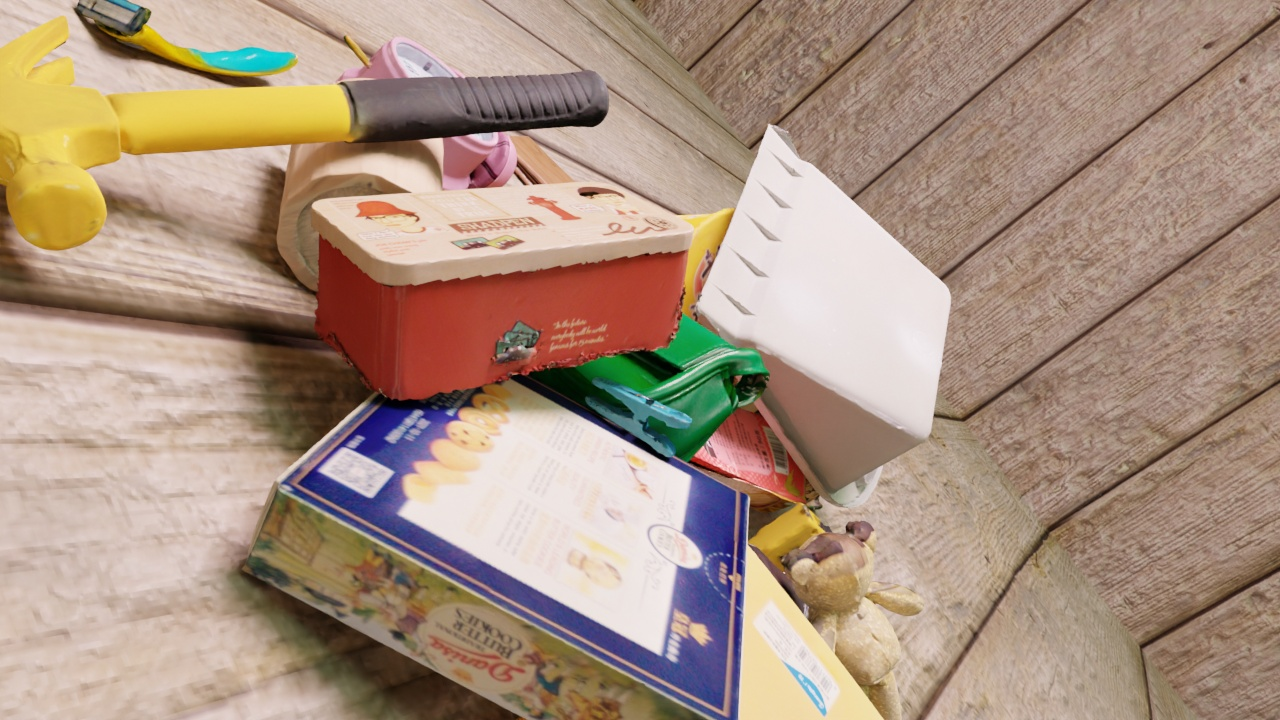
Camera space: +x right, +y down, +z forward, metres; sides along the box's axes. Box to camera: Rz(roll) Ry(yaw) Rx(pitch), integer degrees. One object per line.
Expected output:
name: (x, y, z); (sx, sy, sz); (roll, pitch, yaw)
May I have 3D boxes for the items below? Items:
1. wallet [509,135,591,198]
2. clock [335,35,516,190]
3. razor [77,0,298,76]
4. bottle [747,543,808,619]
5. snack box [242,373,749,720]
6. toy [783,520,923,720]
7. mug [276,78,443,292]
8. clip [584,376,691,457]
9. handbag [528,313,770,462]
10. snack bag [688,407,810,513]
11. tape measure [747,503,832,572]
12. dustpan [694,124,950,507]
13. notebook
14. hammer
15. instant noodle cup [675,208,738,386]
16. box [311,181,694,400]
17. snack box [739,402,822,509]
wallet: (-0.089, -0.176, 0.891); (0.115, 0.020, 0.101); (46, 17, -2)
clock: (-0.152, -0.177, 0.684); (0.117, 0.060, 0.158); (55, 17, 12)
razor: (-0.246, -0.179, 0.522); (0.043, 0.028, 0.132); (22, 14, 18)
bottle: (0.074, 0.156, 0.584); (0.194, 0.044, 0.079); (18, 44, -59)
snack box: (-0.042, 0.072, 0.399); (0.182, 0.046, 0.177); (30, 20, -2)
toy: (0.129, 0.177, 0.568); (0.066, 0.105, 0.157); (14, -58, 61)
mug: (-0.142, -0.077, 0.505); (0.103, 0.084, 0.125); (-105, 175, -49)
clip: (-0.002, 0.026, 0.466); (0.057, 0.047, 0.014); (27, 20, 9)
handbag: (-0.003, 0.003, 0.548); (0.131, 0.120, 0.068); (40, -35, 41)
snack bag: (0.038, 0.052, 0.661); (0.207, 0.073, 0.128); (27, 15, -45)
tape measure: (0.113, 0.140, 0.680); (0.057, 0.060, 0.029); (43, 18, -37)
dustpan: (0.140, -0.010, 0.733); (0.257, 0.143, 0.222); (33, 51, -12)
notebook: (0.041, 0.176, 0.434); (0.146, 0.010, 0.205); (52, 35, 7)
hammer: (-0.140, -0.117, 0.432); (0.299, 0.033, 0.129); (-16, 51, -38)
instant noodle cup: (0.033, -0.056, 0.734); (0.110, 0.138, 0.138); (16, -11, 46)
box: (-0.064, -0.033, 0.441); (0.168, 0.081, 0.091); (-12, 32, -38)
snack box: (0.155, 0.058, 0.857); (0.118, 0.106, 0.117); (24, 32, -50)
